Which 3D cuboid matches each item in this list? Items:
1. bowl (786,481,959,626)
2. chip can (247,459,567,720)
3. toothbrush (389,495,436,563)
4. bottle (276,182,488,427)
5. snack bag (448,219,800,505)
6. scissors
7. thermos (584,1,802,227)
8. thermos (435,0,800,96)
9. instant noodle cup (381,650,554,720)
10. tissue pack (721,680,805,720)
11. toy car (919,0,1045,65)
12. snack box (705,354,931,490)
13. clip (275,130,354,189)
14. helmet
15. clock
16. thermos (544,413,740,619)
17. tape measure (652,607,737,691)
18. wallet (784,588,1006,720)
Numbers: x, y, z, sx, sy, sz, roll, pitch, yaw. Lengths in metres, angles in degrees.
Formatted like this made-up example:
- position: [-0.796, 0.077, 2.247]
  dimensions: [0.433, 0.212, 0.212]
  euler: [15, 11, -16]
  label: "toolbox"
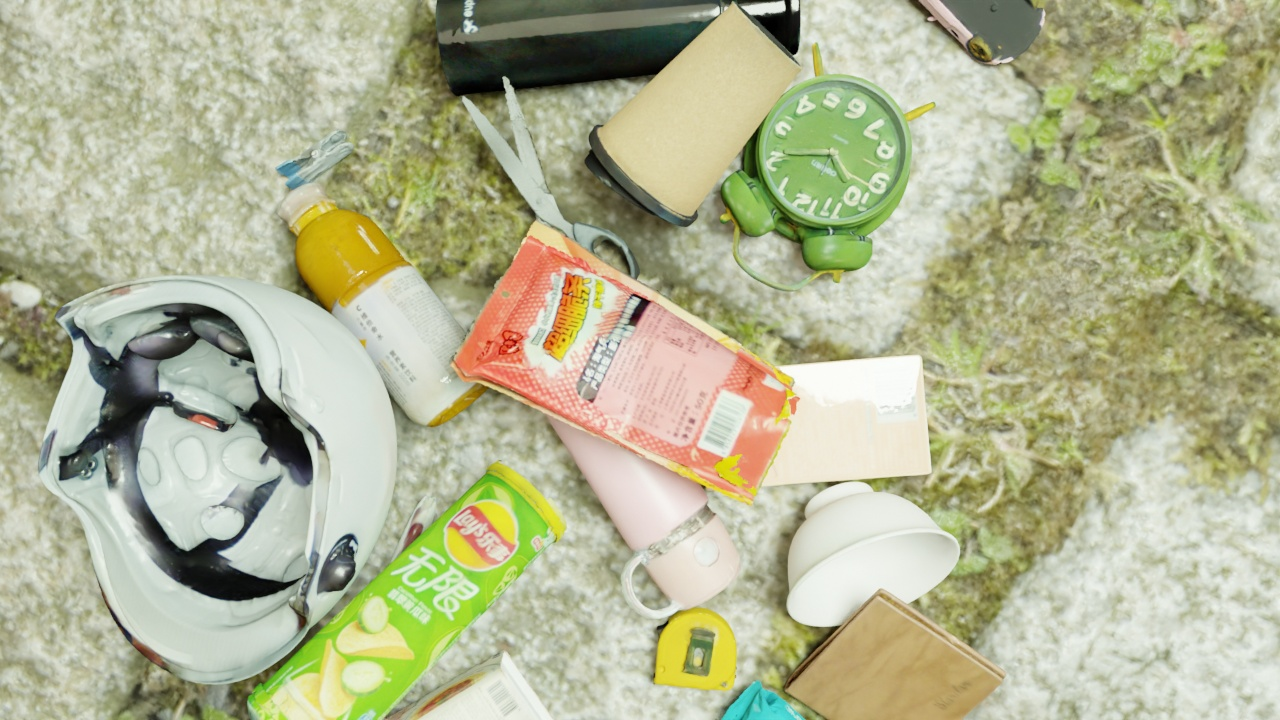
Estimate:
- position: [0.144, 0.122, 0.617]
  dimensions: [0.118, 0.118, 0.064]
  euler: [-21, 51, 3]
  label: "bowl"
- position: [-0.147, 0.164, 0.596]
  dimensions: [0.072, 0.073, 0.220]
  euler: [44, 65, 3]
  label: "chip can"
- position: [-0.193, 0.183, 0.670]
  dimensions: [0.016, 0.017, 0.187]
  euler: [26, 92, 3]
  label: "toothbrush"
- position: [-0.183, -0.042, 0.645]
  dimensions: [0.068, 0.068, 0.189]
  euler: [-39, 87, 3]
  label: "bottle"
- position: [-0.003, 0.003, 0.586]
  dimensions: [0.208, 0.073, 0.128]
  euler: [27, 56, -3]
  label: "snack bag"
- position: [-0.063, -0.107, 0.646]
  dimensions: [0.163, 0.014, 0.165]
  euler: [15, 102, -5]
  label: "scissors"
- position: [0.034, -0.158, 0.604]
  dimensions: [0.093, 0.092, 0.143]
  euler: [45, 113, 3]
  label: "thermos"
- position: [-0.015, -0.239, 0.643]
  dimensions: [0.242, 0.068, 0.089]
  euler: [-5, 59, 2]
  label: "thermos"
- position: [-0.123, 0.271, 0.624]
  dimensions: [0.124, 0.116, 0.116]
  euler: [-35, 88, -8]
  label: "instant noodle cup"
- position: [0.102, 0.299, 0.634]
  dimensions: [0.133, 0.050, 0.093]
  euler: [40, 94, 3]
  label: "tissue pack"
- position: [0.224, -0.258, 0.636]
  dimensions: [0.122, 0.037, 0.056]
  euler: [42, 95, -10]
  label: "toy car"
- position: [0.120, 0.044, 0.645]
  dimensions: [0.157, 0.026, 0.084]
  euler: [-5, 90, 4]
  label: "snack box"
- position: [-0.236, -0.146, 0.672]
  dimensions: [0.058, 0.026, 0.038]
  euler: [-36, 80, -1]
  label: "clip"
- position: [-0.256, 0.065, 0.607]
  dimensions: [0.229, 0.145, 0.259]
  euler: [13, 109, 20]
  label: "helmet"
- position: [0.122, -0.124, 0.631]
  dimensions: [0.116, 0.056, 0.161]
  euler: [28, 92, 4]
  label: "clock"
- position: [-0.012, 0.079, 0.630]
  dimensions: [0.087, 0.067, 0.198]
  euler: [-30, 88, -24]
  label: "thermos"
- position: [0.040, 0.206, 0.649]
  dimensions: [0.060, 0.029, 0.057]
  euler: [5, 89, 3]
  label: "tape measure"
- position: [0.170, 0.218, 0.623]
  dimensions: [0.101, 0.020, 0.115]
  euler: [33, 120, 3]
  label: "wallet"
